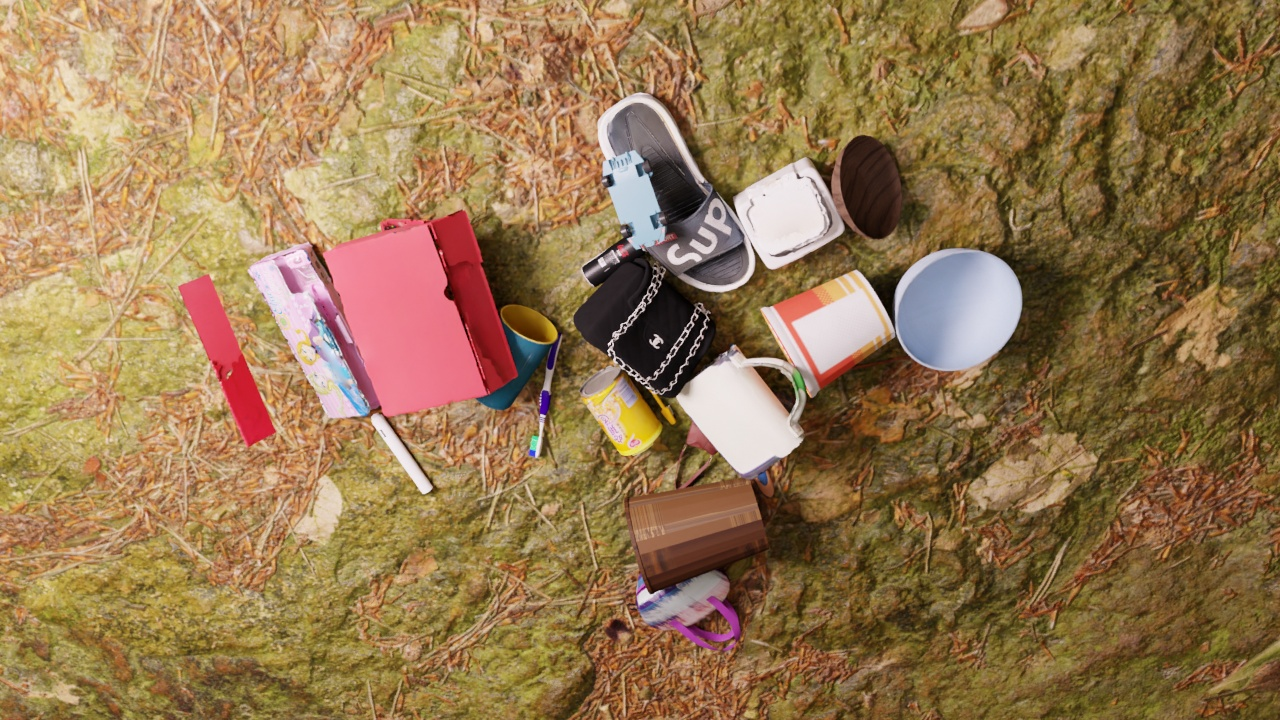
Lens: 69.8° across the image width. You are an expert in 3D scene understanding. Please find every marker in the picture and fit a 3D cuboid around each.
[{"bbox_3d":[-0.327,0.127,1.253,0.020,0.017,0.133,-8,119,46],"label":"marker"}]

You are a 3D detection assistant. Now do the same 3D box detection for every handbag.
[{"bbox_3d":[0.018,-0.037,1.099,0.153,0.115,0.125,39,89,-26],"label":"handbag"},{"bbox_3d":[0.079,0.357,1.318,0.145,0.068,0.170,-36,114,16],"label":"handbag"},{"bbox_3d":[0.146,0.047,1.121,0.151,0.073,0.176,50,142,2],"label":"handbag"},{"bbox_3d":[0.074,0.129,1.235,0.055,0.029,0.120,24,117,-6],"label":"handbag"}]

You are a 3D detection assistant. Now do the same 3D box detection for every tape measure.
[{"bbox_3d":[0.173,0.072,1.197,0.066,0.035,0.059,-7,112,6],"label":"tape measure"}]

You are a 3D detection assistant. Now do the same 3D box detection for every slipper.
[{"bbox_3d":[0.041,-0.184,1.079,0.111,0.063,0.264,-27,107,13],"label":"slipper"}]

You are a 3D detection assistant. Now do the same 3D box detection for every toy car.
[{"bbox_3d":[-0.003,-0.183,1.046,0.060,0.027,0.108,-15,103,21],"label":"toy car"}]

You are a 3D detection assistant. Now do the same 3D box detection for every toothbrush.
[{"bbox_3d":[0.151,0.130,1.237,0.021,0.017,0.135,-21,114,15],"label":"toothbrush"},{"bbox_3d":[-0.126,0.048,1.211,0.016,0.015,0.187,13,113,2],"label":"toothbrush"},{"bbox_3d":[-0.007,0.007,1.181,0.031,0.030,0.197,-22,114,27],"label":"toothbrush"}]

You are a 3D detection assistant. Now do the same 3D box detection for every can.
[{"bbox_3d":[-0.032,-0.124,1.123,0.081,0.031,0.031,-33,108,15],"label":"can"},{"bbox_3d":[-0.024,0.065,1.186,0.068,0.067,0.105,-29,109,14],"label":"can"}]

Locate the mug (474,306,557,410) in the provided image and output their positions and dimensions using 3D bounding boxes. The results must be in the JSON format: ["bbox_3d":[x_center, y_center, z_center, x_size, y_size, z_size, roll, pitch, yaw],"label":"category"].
[{"bbox_3d":[-0.166,0.000,1.163,0.078,0.078,0.122,27,117,-9],"label":"mug"}]

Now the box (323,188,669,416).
[{"bbox_3d":[-0.149,-0.101,1.118,0.424,0.128,0.213,-24,111,-22],"label":"box"}]

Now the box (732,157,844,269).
[{"bbox_3d":[0.174,-0.166,1.060,0.108,0.101,0.102,-28,111,11],"label":"box"}]

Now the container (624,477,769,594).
[{"bbox_3d":[0.077,0.225,1.225,0.167,0.132,0.132,-16,112,3],"label":"container"}]

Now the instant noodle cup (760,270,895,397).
[{"bbox_3d":[0.229,-0.038,1.108,0.121,0.123,0.123,-30,109,6],"label":"instant noodle cup"}]

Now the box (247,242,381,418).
[{"bbox_3d":[-0.410,-0.028,1.163,0.085,0.063,0.230,-17,112,9],"label":"box"}]

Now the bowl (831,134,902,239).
[{"bbox_3d":[0.253,-0.196,1.054,0.032,0.119,0.119,-6,121,49],"label":"bowl"}]

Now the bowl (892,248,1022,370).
[{"bbox_3d":[0.368,-0.069,1.103,0.150,0.074,0.151,-2,111,-5],"label":"bowl"}]
